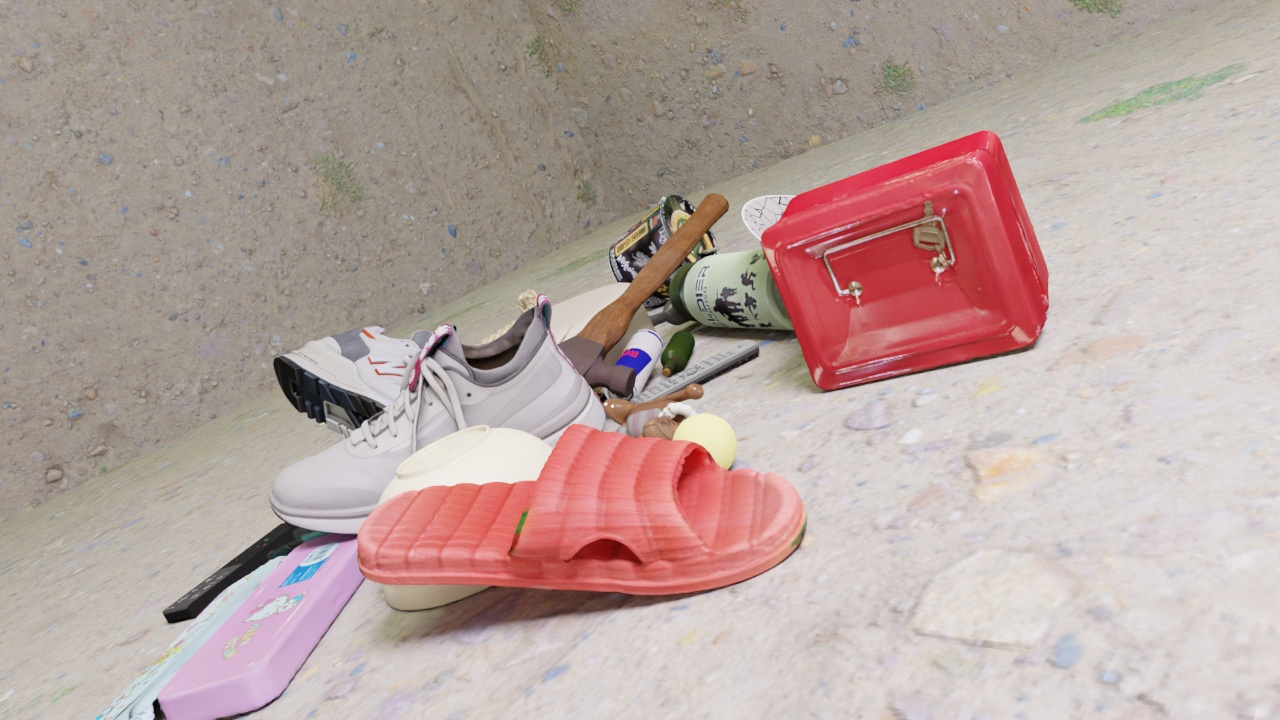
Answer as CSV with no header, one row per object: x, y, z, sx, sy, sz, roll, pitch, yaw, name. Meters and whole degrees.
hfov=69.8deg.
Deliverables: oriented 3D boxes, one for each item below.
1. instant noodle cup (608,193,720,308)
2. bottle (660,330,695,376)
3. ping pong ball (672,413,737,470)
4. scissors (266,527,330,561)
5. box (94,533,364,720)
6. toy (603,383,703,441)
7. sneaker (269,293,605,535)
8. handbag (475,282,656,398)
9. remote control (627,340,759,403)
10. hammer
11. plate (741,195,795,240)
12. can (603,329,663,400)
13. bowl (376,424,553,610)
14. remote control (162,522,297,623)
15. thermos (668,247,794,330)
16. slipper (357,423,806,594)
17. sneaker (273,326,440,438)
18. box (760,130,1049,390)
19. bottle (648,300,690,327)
0.030,-0.138,1.238,0.112,0.137,0.137,-27,8,31,instant noodle cup
0.033,-0.004,0.866,0.025,0.025,0.105,-20,12,17,bottle
0.040,0.053,0.565,0.040,0.040,0.040,-22,12,5,ping pong ball
-0.256,0.141,0.796,0.148,0.019,0.123,-7,19,48,scissors
-0.270,0.183,0.619,0.151,0.035,0.214,-26,11,8,box
0.009,0.046,0.648,0.102,0.041,0.054,-22,46,56,toy
-0.163,0.042,0.702,0.263,0.129,0.096,-20,24,-10,sneaker
-0.095,-0.010,0.953,0.211,0.103,0.208,-18,17,30,handbag
0.040,0.016,0.789,0.136,0.013,0.033,-26,12,-11,remote control
0.006,-0.076,0.878,0.115,0.033,0.321,19,45,21,hammer
0.175,-0.093,0.776,0.188,0.016,0.188,12,30,-7,plate
-0.005,0.005,0.846,0.032,0.032,0.095,-18,23,26,can
-0.115,0.091,0.610,0.151,0.075,0.150,-22,12,5,bowl
-0.354,0.182,0.813,0.034,0.013,0.149,-18,13,25,remote control
0.099,-0.073,0.902,0.082,0.082,0.232,-27,12,-17,thermos
-0.039,0.072,0.482,0.249,0.059,0.103,-5,22,17,slipper
-0.225,0.024,0.862,0.240,0.089,0.124,24,44,25,sneaker
0.180,-0.068,0.617,0.158,0.134,0.110,-13,19,36,box
0.050,-0.058,1.026,0.112,0.030,0.030,-23,9,-35,bottle
